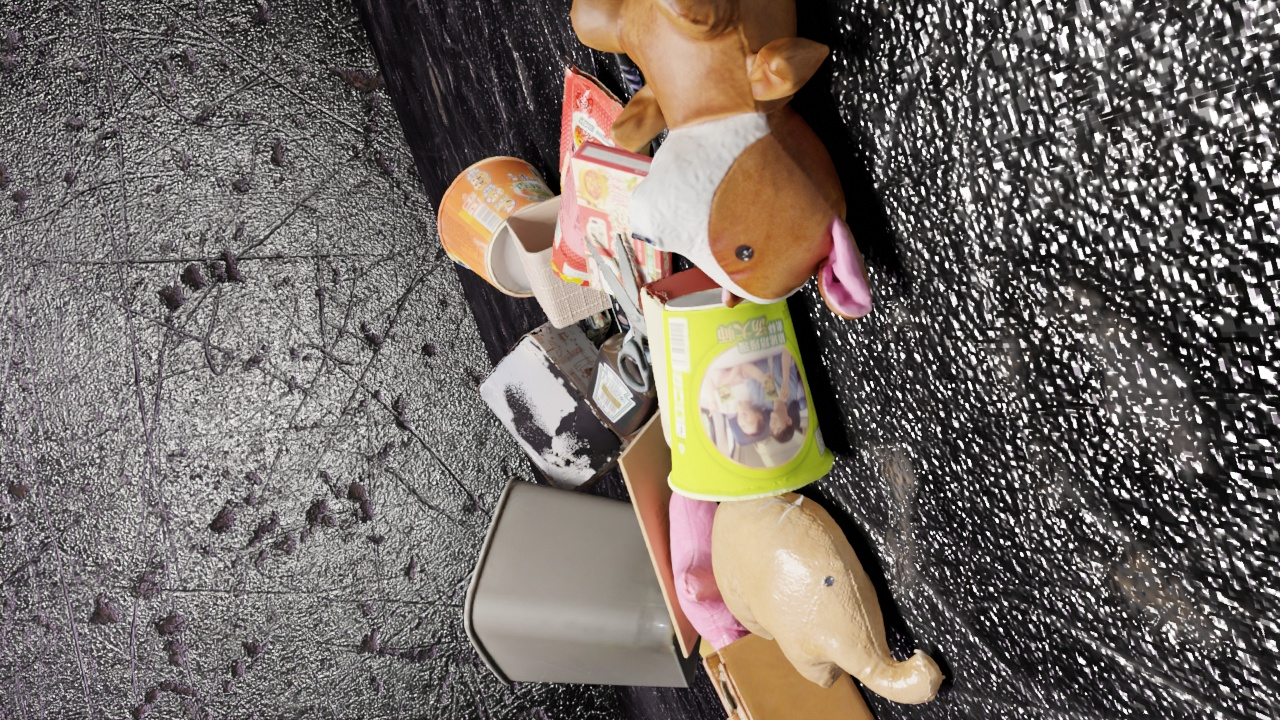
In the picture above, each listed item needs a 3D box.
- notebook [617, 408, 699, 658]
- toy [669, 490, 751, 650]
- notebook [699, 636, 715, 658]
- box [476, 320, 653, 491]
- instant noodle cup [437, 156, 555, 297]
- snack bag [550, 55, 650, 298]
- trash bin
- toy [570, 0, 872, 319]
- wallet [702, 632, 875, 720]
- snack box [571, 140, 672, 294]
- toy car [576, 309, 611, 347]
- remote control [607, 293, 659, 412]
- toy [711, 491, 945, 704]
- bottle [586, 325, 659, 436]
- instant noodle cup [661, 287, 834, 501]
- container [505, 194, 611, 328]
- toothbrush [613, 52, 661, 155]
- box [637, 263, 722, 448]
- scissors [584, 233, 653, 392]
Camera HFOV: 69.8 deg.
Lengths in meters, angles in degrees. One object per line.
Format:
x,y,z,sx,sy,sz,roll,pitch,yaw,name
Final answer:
0.037,0.160,0.906,0.149,0.012,0.211,-46,-59,-61,notebook
0.065,0.186,0.840,0.194,0.075,0.178,-33,-79,-77,toy
0.068,0.325,1.232,0.146,0.010,0.206,-132,24,-56,notebook
-0.068,0.044,1.117,0.181,0.204,0.158,50,122,7,box
-0.150,-0.152,1.091,0.111,0.151,0.151,43,153,43,instant noodle cup
-0.040,-0.155,0.826,0.128,0.073,0.208,54,154,25,snack bag
-0.046,0.252,1.013,0.199,0.220,0.198,74,-157,-48,trash bin
0.042,-0.110,0.467,0.140,0.130,0.200,28,147,61,toy
0.124,0.279,0.739,0.031,0.107,0.131,90,155,-62,wallet
-0.013,-0.109,0.767,0.075,0.025,0.153,19,146,17,snack box
-0.058,-0.042,1.110,0.091,0.035,0.042,119,130,-71,toy car
-0.003,-0.017,0.968,0.058,0.021,0.150,-168,57,-74,remote control
0.121,0.164,0.661,0.226,0.082,0.143,19,130,67,toy
-0.005,0.005,0.905,0.080,0.043,0.195,48,150,14,bottle
0.064,0.015,0.603,0.112,0.111,0.123,-156,54,-71,instant noodle cup
-0.081,-0.107,0.998,0.090,0.090,0.111,54,163,46,container
-0.008,-0.219,0.696,0.189,0.014,0.017,68,159,5,toothbrush
0.044,0.017,0.718,0.091,0.077,0.168,-129,23,-50,box
-0.003,-0.032,0.808,0.163,0.014,0.166,34,141,-1,scissors
